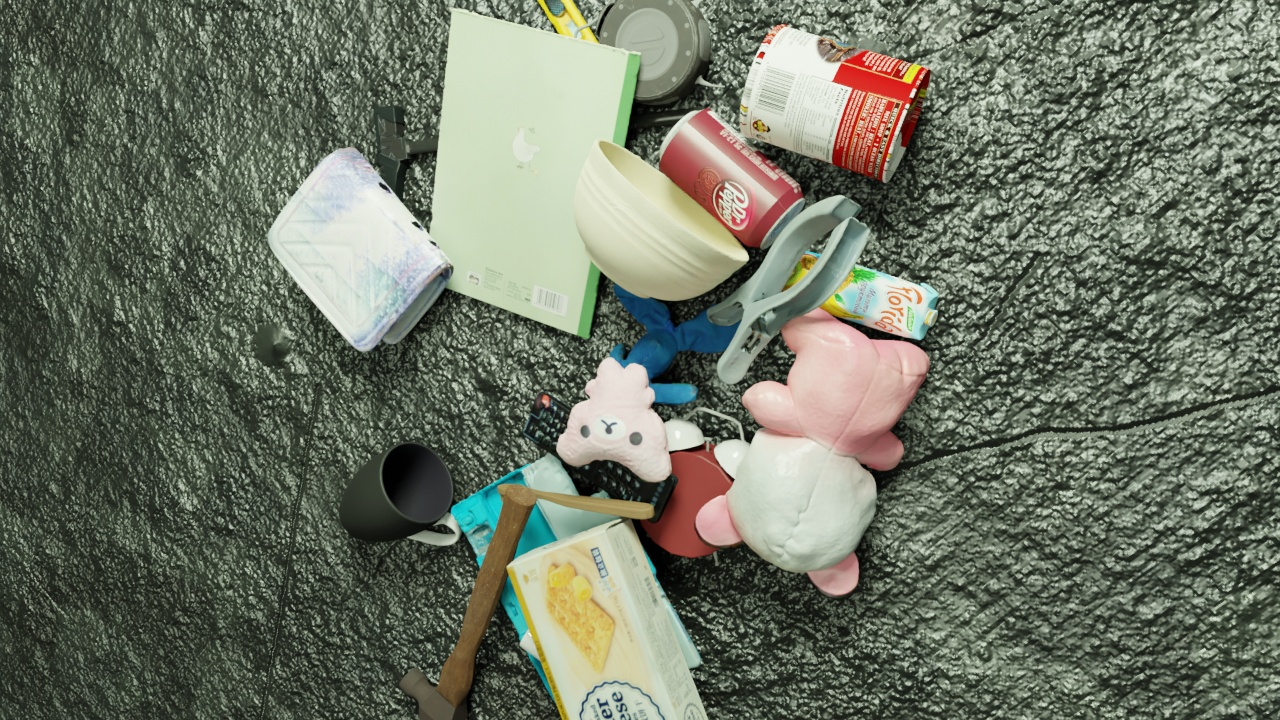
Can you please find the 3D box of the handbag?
[{"bbox_3d":[-0.260,-0.104,0.871,0.127,0.069,0.158,-44,82,21],"label":"handbag"}]

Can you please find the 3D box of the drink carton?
[{"bbox_3d":[0.170,-0.054,0.725,0.129,0.038,0.044,20,105,19],"label":"drink carton"}]

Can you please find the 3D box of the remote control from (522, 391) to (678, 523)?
[{"bbox_3d":[-0.035,0.081,0.789,0.150,0.022,0.047,32,109,23],"label":"remote control"}]

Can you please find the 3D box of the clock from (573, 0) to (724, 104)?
[{"bbox_3d":[0.008,-0.257,0.756,0.123,0.043,0.091,1,102,23],"label":"clock"}]

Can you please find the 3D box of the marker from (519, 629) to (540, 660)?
[{"bbox_3d":[-0.048,0.282,0.820,0.133,0.023,0.027,30,125,18],"label":"marker"}]

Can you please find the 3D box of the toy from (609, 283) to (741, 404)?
[{"bbox_3d":[-0.005,0.005,0.791,0.113,0.071,0.177,39,110,0],"label":"toy"}]

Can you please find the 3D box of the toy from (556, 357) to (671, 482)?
[{"bbox_3d":[-0.018,0.046,0.741,0.099,0.052,0.096,11,104,18],"label":"toy"}]

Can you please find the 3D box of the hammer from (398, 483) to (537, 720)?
[{"bbox_3d":[-0.153,0.247,0.868,0.115,0.033,0.324,33,121,20],"label":"hammer"}]

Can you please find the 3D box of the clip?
[{"bbox_3d":[0.108,-0.045,0.684,0.028,0.107,0.164,23,133,-25],"label":"clip"}]

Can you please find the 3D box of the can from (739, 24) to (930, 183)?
[{"bbox_3d":[0.145,-0.193,0.689,0.116,0.086,0.087,23,106,16],"label":"can"}]

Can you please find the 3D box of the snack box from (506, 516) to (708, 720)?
[{"bbox_3d":[-0.025,0.246,0.763,0.104,0.057,0.208,-23,84,23],"label":"snack box"}]

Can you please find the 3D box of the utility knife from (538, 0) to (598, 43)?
[{"bbox_3d":[-0.060,-0.293,0.795,0.031,0.017,0.163,-34,88,31],"label":"utility knife"}]

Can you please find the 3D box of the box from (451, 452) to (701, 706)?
[{"bbox_3d":[-0.057,0.198,0.846,0.186,0.056,0.227,-32,86,30],"label":"box"}]

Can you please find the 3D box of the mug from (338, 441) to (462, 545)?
[{"bbox_3d":[-0.234,0.146,0.901,0.100,0.084,0.119,-31,116,35],"label":"mug"}]

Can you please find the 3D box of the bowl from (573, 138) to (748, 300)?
[{"bbox_3d":[0.004,-0.098,0.723,0.151,0.150,0.075,43,109,10],"label":"bowl"}]

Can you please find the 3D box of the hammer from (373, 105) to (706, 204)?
[{"bbox_3d":[-0.097,-0.196,0.824,0.325,0.015,0.095,-1,98,21],"label":"hammer"}]

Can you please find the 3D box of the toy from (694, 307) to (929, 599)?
[{"bbox_3d":[0.138,0.073,0.717,0.142,0.084,0.213,21,102,-8],"label":"toy"}]

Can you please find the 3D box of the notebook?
[{"bbox_3d":[-0.103,-0.160,0.807,0.182,0.010,0.253,20,115,19],"label":"notebook"}]

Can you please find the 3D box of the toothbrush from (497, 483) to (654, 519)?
[{"bbox_3d":[-0.059,0.122,0.790,0.167,0.016,0.016,2,105,34],"label":"toothbrush"}]

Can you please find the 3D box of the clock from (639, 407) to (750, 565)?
[{"bbox_3d":[0.050,0.109,0.793,0.096,0.048,0.138,20,105,18],"label":"clock"}]

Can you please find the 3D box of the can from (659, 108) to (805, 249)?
[{"bbox_3d":[0.072,-0.146,0.737,0.114,0.063,0.063,43,110,10],"label":"can"}]
